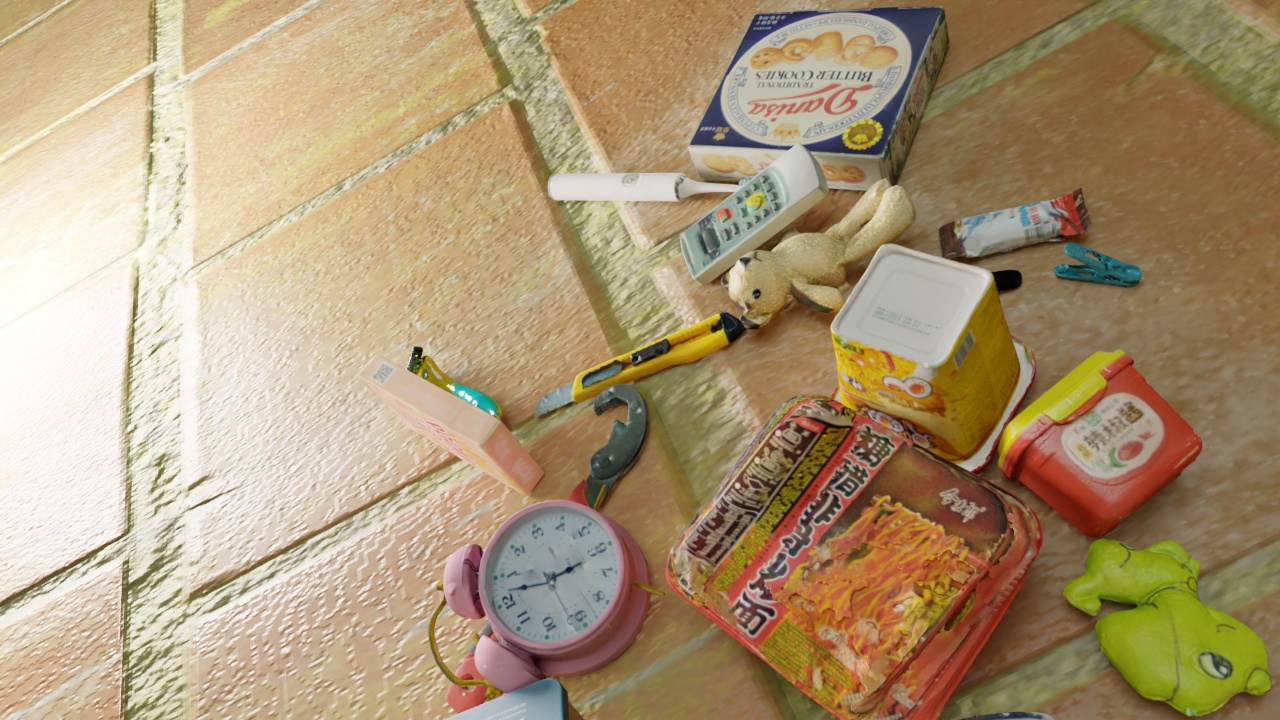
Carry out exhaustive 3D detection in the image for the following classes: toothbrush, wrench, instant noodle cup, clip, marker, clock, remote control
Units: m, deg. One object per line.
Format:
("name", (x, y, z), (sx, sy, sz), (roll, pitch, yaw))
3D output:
("toothbrush", (0.013, -0.159, 0.845), (0.221, 0.026, 0.026), (6, 72, 28))
("wrench", (-0.064, 0.135, 0.688), (0.056, 0.016, 0.272), (15, 66, 32))
("instant noodle cup", (0.130, 0.125, 0.564), (0.189, 0.079, 0.164), (31, 75, 38))
("clip", (0.320, -0.065, 0.640), (0.055, 0.034, 0.013), (21, 68, 17))
("instant noodle cup", (0.183, -0.003, 0.597), (0.116, 0.124, 0.116), (23, 71, 35))
("marker", (0.216, -0.051, 0.673), (0.124, 0.015, 0.018), (-9, 57, 5))
("clock", (-0.071, 0.162, 0.629), (0.158, 0.060, 0.117), (-31, 61, -4))
("remote control", (0.092, -0.120, 0.758), (0.135, 0.019, 0.056), (-35, 47, 26))

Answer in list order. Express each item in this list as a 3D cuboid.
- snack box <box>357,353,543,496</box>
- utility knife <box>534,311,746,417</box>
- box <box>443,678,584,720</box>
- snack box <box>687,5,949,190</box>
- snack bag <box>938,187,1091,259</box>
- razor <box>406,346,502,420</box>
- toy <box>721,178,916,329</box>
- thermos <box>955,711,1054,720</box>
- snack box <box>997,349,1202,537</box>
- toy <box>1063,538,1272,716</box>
("snack box", (-0.155, 0.051, 0.744), (0.157, 0.084, 0.026), (23, 67, 35))
("utility knife", (-0.004, 0.004, 0.749), (0.190, 0.015, 0.033), (-23, 49, 9))
("box", (-0.104, 0.272, 0.571), (0.184, 0.063, 0.089), (-27, 32, 8))
("snack box", (0.159, -0.236, 0.817), (0.178, 0.046, 0.182), (10, 63, 31))
("snack bag", (0.276, -0.099, 0.682), (0.104, 0.026, 0.048), (-9, 43, 19))
("razor", (-0.160, 0.027, 0.798), (0.133, 0.028, 0.043), (23, 93, 38))
("toy", (0.137, -0.085, 0.710), (0.157, 0.066, 0.105), (-32, 45, 10))
("thermos", (0.196, 0.289, 0.432), (0.073, 0.073, 0.223), (-15, 54, 15))
("snack box", (0.274, 0.053, 0.550), (0.091, 0.082, 0.080), (-39, 64, -3))
("toy", (0.287, 0.146, 0.507), (0.097, 0.031, 0.100), (-2, 53, 24))
